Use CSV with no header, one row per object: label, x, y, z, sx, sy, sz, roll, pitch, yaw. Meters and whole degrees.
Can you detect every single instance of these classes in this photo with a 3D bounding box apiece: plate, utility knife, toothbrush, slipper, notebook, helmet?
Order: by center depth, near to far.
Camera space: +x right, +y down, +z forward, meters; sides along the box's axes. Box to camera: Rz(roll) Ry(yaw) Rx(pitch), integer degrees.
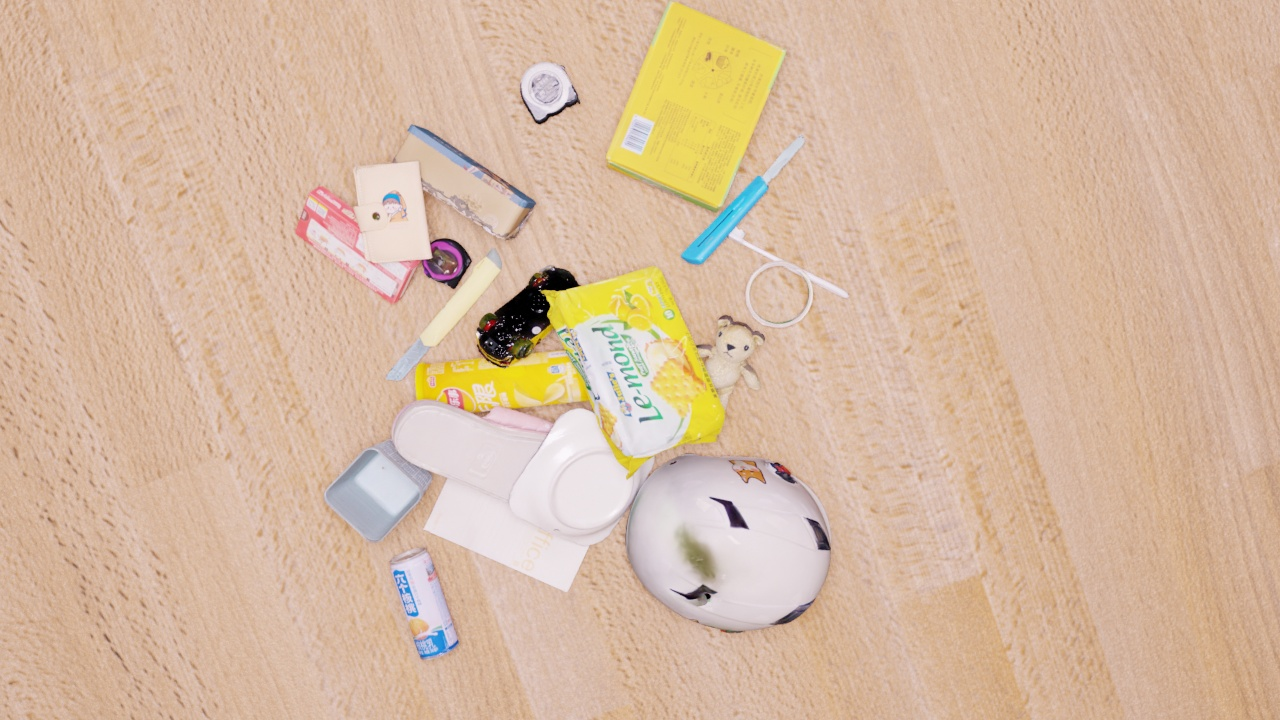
helmet,0.119,0.236,1.137,0.274,0.157,0.230,18,94,-3
slipper,-0.175,0.114,1.139,0.274,0.054,0.114,20,104,-25
plate,-0.066,0.154,1.145,0.164,0.034,0.163,30,95,-32
utility knife,0.135,-0.205,1.168,0.218,0.034,0.018,-47,133,0
utility knife,-0.249,-0.054,1.170,0.031,0.022,0.216,41,85,-4
toothbrush,0.191,-0.126,1.182,0.180,0.016,0.016,28,87,-3
notebook,-0.159,0.197,1.197,0.206,0.010,0.146,25,92,-4

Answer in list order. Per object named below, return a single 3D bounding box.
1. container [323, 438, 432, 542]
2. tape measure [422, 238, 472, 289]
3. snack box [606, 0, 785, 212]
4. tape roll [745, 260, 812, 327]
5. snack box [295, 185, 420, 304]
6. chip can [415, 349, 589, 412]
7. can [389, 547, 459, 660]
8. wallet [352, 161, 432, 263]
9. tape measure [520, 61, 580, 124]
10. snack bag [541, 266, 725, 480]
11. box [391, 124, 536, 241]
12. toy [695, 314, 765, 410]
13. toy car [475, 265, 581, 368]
container,-0.318,0.156,1.138,0.090,0.111,0.090,44,91,-4
tape measure,-0.246,-0.125,1.154,0.058,0.039,0.057,35,93,-4
snack box,0.066,-0.309,1.136,0.157,0.070,0.210,22,93,-3
tape roll,0.177,-0.085,1.177,0.086,0.014,0.086,1,105,4
snack box,-0.351,-0.142,1.137,0.153,0.025,0.075,37,134,-4
chip can,-0.171,0.027,1.154,0.213,0.072,0.072,-7,95,-2
can,-0.279,0.312,1.181,0.053,0.053,0.134,-17,95,-1
wallet,-0.296,-0.174,1.084,0.087,0.024,0.115,-3,105,8
tape measure,-0.117,-0.337,1.146,0.066,0.033,0.066,-28,97,-2
snack bag,-0.007,0.007,1.115,0.157,0.068,0.246,-19,81,-34
box,-0.220,-0.220,1.124,0.184,0.089,0.062,35,99,-6
toy,0.099,0.022,1.166,0.105,0.066,0.157,26,108,11
toy car,-0.136,-0.055,1.144,0.071,0.041,0.155,37,65,17
